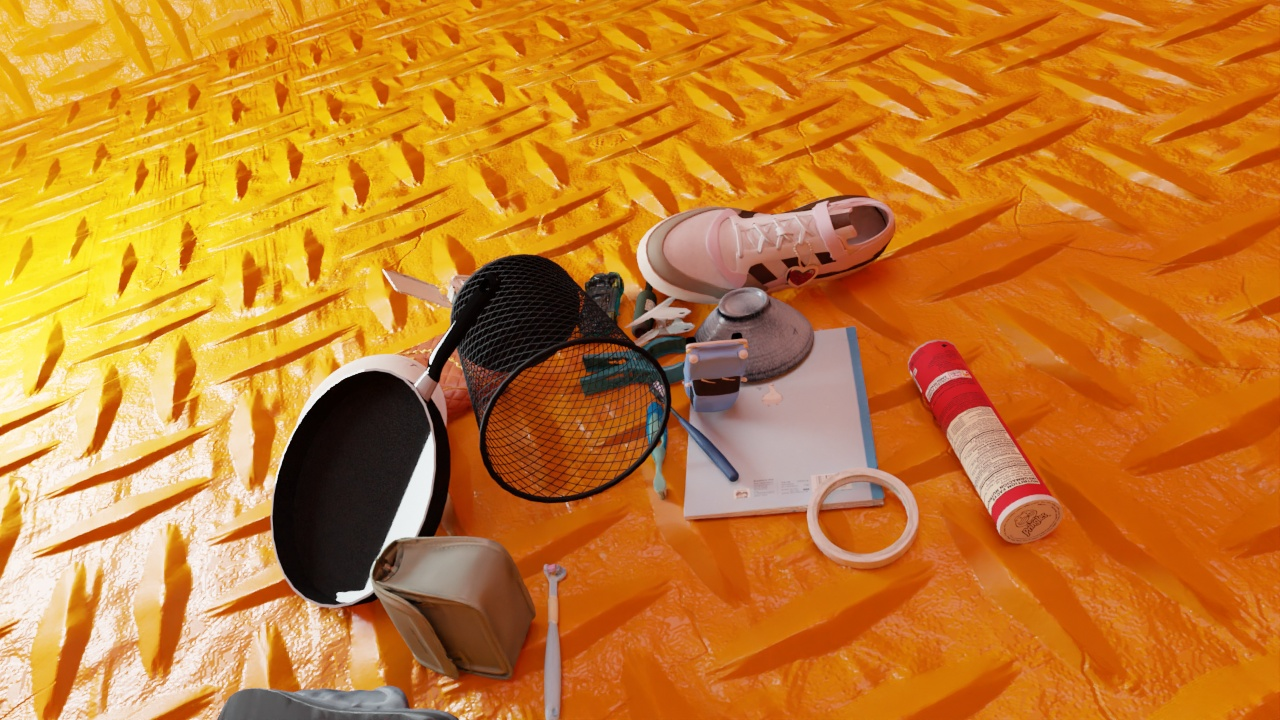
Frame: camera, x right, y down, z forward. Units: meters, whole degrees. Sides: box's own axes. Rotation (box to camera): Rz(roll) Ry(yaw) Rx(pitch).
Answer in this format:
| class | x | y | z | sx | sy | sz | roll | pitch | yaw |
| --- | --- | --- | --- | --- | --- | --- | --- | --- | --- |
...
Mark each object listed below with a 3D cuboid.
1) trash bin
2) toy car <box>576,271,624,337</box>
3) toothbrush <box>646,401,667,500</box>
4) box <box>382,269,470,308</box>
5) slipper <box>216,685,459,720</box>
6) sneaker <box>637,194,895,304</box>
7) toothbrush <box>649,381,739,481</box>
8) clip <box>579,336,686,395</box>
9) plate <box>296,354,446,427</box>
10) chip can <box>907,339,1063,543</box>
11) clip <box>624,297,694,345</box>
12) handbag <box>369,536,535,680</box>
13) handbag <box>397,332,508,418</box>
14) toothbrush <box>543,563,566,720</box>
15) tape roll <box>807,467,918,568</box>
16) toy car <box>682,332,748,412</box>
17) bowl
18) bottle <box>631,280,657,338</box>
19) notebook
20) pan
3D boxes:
| class | x | y | z | sx | sy | sz | roll | pitch | yaw |
| --- | --- | --- | --- | --- | --- | --- | --- | --- | --- |
| trash bin | -0.096 | 0.003 | 0.916 | 0.184 | 0.184 | 0.210 | -24 | 40 | -10 |
| toy car | -0.047 | -0.064 | 1.106 | 0.048 | 0.032 | 0.105 | -4 | 45 | 13 |
| toothbrush | 0.017 | 0.088 | 0.917 | 0.022 | 0.017 | 0.135 | -11 | 36 | 6 |
| box | -0.200 | -0.065 | 1.079 | 0.184 | 0.044 | 0.143 | 1 | 28 | -35 |
| slipper | -0.214 | 0.302 | 0.696 | 0.266 | 0.083 | 0.108 | -10 | 76 | 28 |
| sneaker | 0.146 | -0.131 | 1.015 | 0.293 | 0.111 | 0.116 | -5 | -7 | -7 |
| toothbrush | 0.051 | 0.068 | 0.911 | 0.014 | 0.014 | 0.167 | -37 | 42 | -6 |
| clip | -0.002 | -0.006 | 1.028 | 0.130 | 0.030 | 0.119 | 0 | 42 | 22 |
| plate | -0.294 | 0.071 | 0.968 | 0.182 | 0.034 | 0.182 | -7 | 65 | 15 |
| chip can | 0.300 | 0.064 | 0.817 | 0.052 | 0.052 | 0.214 | -14 | 38 | 2 |
| clip | 0.032 | -0.036 | 1.038 | 0.060 | 0.052 | 0.101 | 18 | 33 | 26 |
| handbag | -0.152 | 0.205 | 0.748 | 0.106 | 0.122 | 0.067 | 1 | 43 | 15 |
| handbag | -0.250 | 0.031 | 1.044 | 0.171 | 0.060 | 0.109 | -28 | 44 | -15 |
| toothbrush | -0.073 | 0.233 | 0.769 | 0.022 | 0.016 | 0.154 | 18 | 35 | -18 |
| tape roll | 0.191 | 0.134 | 0.788 | 0.093 | 0.013 | 0.092 | -9 | 50 | 10 |
| toy car | 0.070 | 0.014 | 0.881 | 0.056 | 0.153 | 0.054 | -5 | 75 | 0 |
| bowl | 0.115 | -0.041 | 0.989 | 0.137 | 0.057 | 0.136 | -10 | 36 | 8 |
| bottle | 0.007 | -0.066 | 1.095 | 0.025 | 0.025 | 0.105 | -5 | 40 | 13 |
| notebook | 0.137 | 0.055 | 0.918 | 0.181 | 0.009 | 0.252 | -7 | 39 | 12 |
| pan | -0.229 | 0.067 | 0.863 | 0.356 | 0.034 | 0.225 | -53 | 53 | 8 |
